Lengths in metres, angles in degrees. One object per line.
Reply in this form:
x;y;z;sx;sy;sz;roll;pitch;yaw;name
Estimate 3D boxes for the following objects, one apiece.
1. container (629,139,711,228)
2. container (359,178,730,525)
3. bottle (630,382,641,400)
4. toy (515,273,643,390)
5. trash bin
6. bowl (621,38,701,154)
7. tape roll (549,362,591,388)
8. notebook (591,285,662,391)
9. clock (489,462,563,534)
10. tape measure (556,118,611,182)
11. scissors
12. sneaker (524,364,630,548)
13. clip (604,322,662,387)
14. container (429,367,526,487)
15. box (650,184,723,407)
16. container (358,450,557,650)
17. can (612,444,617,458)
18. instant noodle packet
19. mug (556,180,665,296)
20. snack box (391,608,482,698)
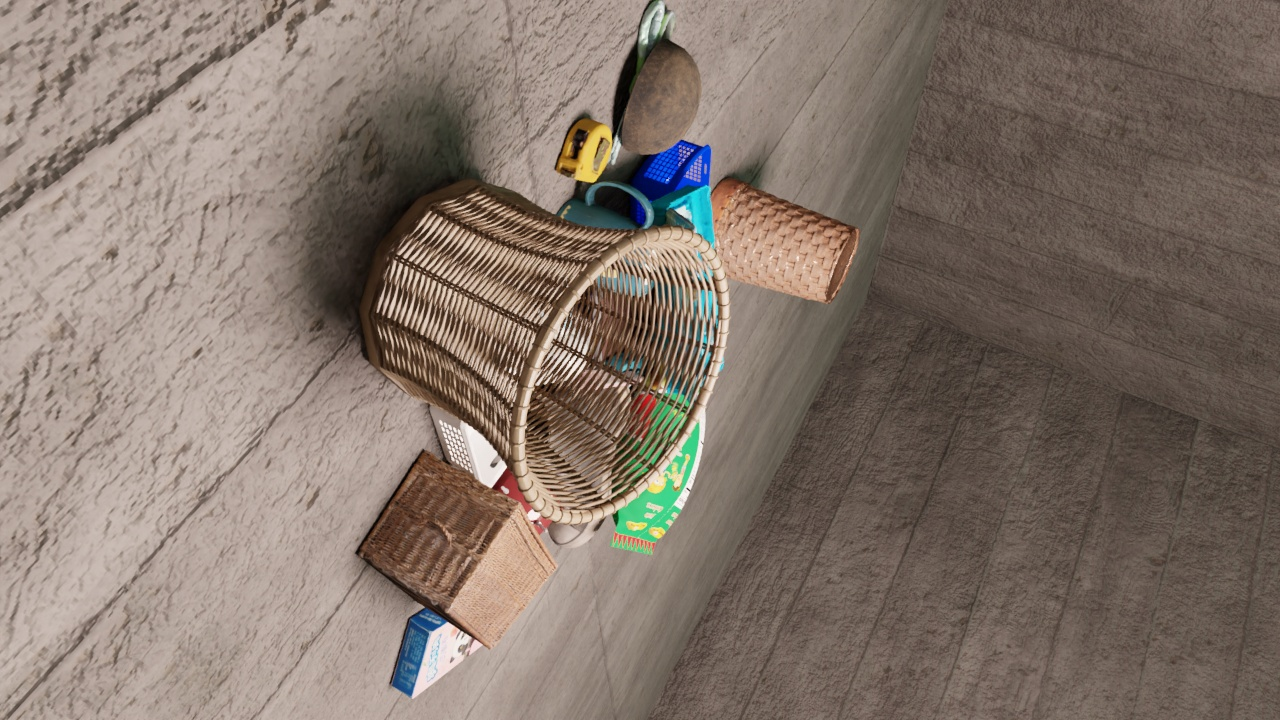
0.033;-0.205;1.091;0.114;0.058;0.096;-55;159;-33;container
-0.076;-0.020;0.702;0.226;0.196;0.227;-33;136;-38;container
0.013;0.022;1.252;0.111;0.099;0.099;-59;161;-23;bottle
-0.092;-0.023;0.908;0.105;0.131;0.205;-44;146;-5;toy
0.202;-0.170;1.375;0.150;0.210;0.151;-54;158;-34;trash bin
0.031;-0.271;0.973;0.121;0.056;0.121;-63;171;-19;bowl
-0.082;0.046;1.111;0.093;0.030;0.094;-55;159;-34;tape roll
0.007;-0.051;1.108;0.171;0.022;0.209;-41;152;-29;notebook
-0.128;0.145;0.965;0.044;0.087;0.125;-47;-169;-20;clock
-0.050;-0.205;0.898;0.068;0.030;0.059;-15;128;-69;tape measure
-0.001;-0.287;0.965;0.176;0.033;0.072;-66;165;12;scissors
-0.094;0.120;1.028;0.119;0.095;0.235;-11;131;-40;sneaker
-0.006;-0.006;1.087;0.126;0.028;0.113;-41;150;-26;clip
-0.156;0.058;0.880;0.080;0.049;0.129;-55;159;-32;container
0.048;-0.062;1.002;0.180;0.074;0.227;-67;154;-64;box
-0.172;0.191;0.894;0.112;0.114;0.199;-56;159;-21;container
0.005;0.082;1.349;0.067;0.067;0.170;-16;127;-68;can
0.024;0.115;1.150;0.195;0.090;0.252;44;60;-69;instant noodle packet
-0.029;-0.125;0.934;0.084;0.104;0.112;-33;143;-60;mug
-0.216;0.309;1.041;0.154;0.033;0.088;-17;128;-68;snack box
